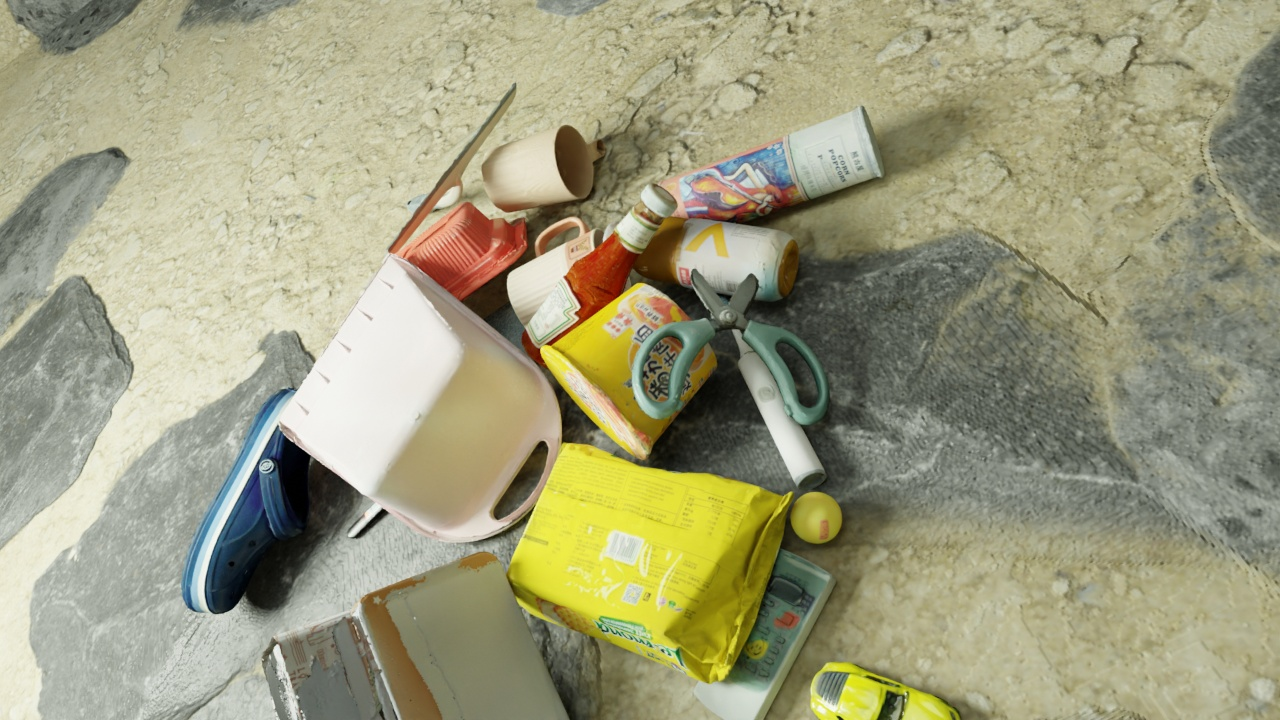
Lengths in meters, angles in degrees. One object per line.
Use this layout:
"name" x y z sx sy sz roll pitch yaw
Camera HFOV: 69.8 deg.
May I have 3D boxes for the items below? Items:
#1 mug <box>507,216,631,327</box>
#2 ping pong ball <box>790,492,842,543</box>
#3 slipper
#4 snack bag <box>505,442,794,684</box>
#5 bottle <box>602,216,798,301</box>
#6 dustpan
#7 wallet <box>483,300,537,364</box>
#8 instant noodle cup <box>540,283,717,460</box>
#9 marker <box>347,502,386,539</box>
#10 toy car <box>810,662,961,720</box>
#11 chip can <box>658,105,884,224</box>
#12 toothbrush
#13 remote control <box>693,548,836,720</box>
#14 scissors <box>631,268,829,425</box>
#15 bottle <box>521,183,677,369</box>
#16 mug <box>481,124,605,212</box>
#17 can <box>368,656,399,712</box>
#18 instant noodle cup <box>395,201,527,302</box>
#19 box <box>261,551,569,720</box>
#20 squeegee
"mug" -0.078 -0.092 0.961 0.106 0.081 0.114 -23 68 18
"ping pong ball" 0.139 0.124 0.724 0.040 0.040 0.040 -15 53 21
"slipper" -0.398 0.155 0.991 0.095 0.105 0.252 16 73 8
"snack bag" -0.004 0.156 0.757 0.247 0.068 0.157 7 64 39
"bottle" 0.055 -0.103 0.885 0.190 0.068 0.067 12 66 23
"dustpan" -0.213 0.054 0.925 0.222 0.138 0.273 -54 44 2
"wallet" -0.164 -0.004 1.004 0.121 0.019 0.097 -36 51 3
"instant noodle cup" -0.005 0.005 0.834 0.109 0.138 0.138 -42 48 -12
"marker" -0.262 0.144 0.966 0.124 0.015 0.018 -43 47 2
"toy car" 0.168 0.243 0.634 0.105 0.032 0.048 13 67 34
"chip can" 0.127 -0.181 0.913 0.215 0.071 0.071 -16 53 22
"toothbrush" 0.109 0.020 0.819 0.027 0.026 0.220 -22 50 1
"remote control" 0.095 0.213 0.705 0.056 0.019 0.135 22 73 38
"scissors" 0.084 0.005 0.774 0.178 0.019 0.169 34 63 5
"bottle" -0.038 -0.078 0.870 0.206 0.059 0.059 -50 44 24
"mug" -0.112 -0.228 1.077 0.104 0.084 0.124 -7 22 27
"can" -0.265 0.310 0.827 0.058 0.058 0.146 17 70 37
"instant noodle cup" -0.214 -0.108 1.027 0.189 0.079 0.164 -35 22 5
"box" -0.182 0.275 0.746 0.157 0.192 0.183 -42 66 52
"squeegee" -0.246 -0.203 1.124 0.246 0.039 0.247 -57 21 -16
